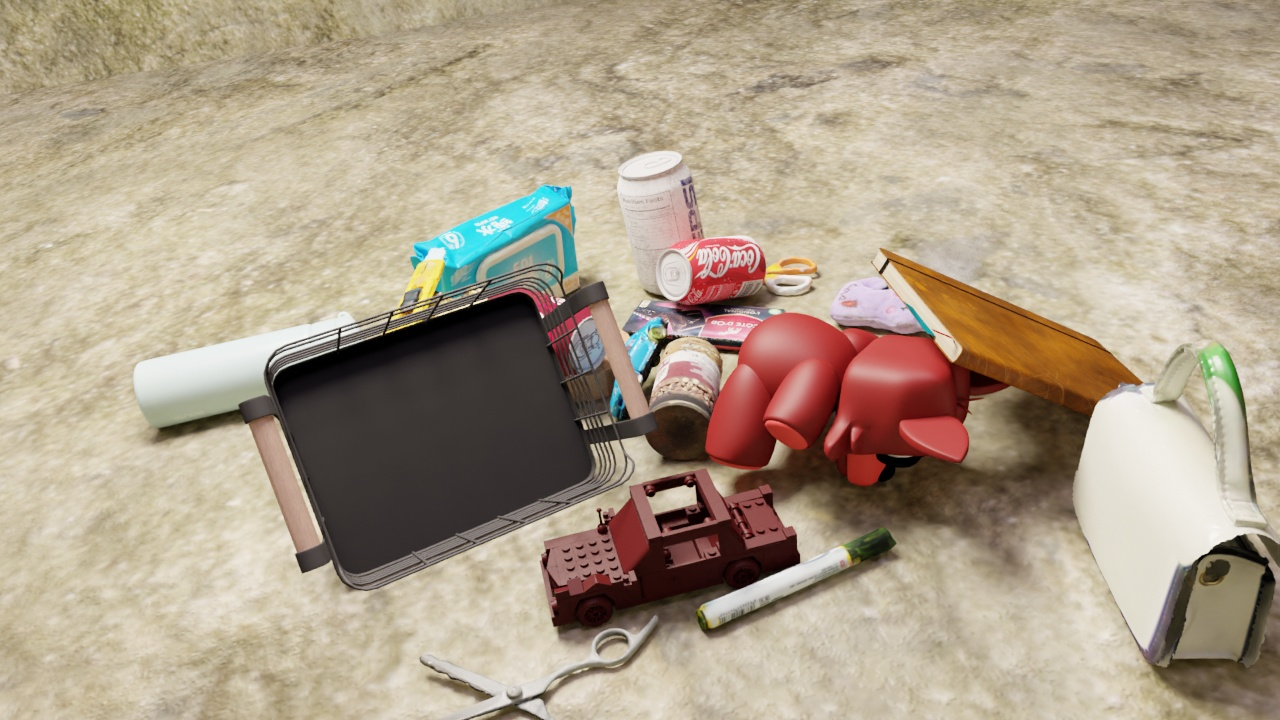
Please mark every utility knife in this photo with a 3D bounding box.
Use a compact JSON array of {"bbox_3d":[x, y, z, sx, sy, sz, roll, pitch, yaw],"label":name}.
[{"bbox_3d":[-0.188,-0.057,0.772,0.030,0.017,0.175,-7,29,5],"label":"utility knife"}]

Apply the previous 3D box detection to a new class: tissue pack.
[{"bbox_3d":[-0.140,-0.099,0.955,0.066,0.117,0.208,26,45,34],"label":"tissue pack"}]

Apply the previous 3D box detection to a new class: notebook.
[{"bbox_3d":[0.290,-0.014,0.700,0.249,0.014,0.178,19,26,-18],"label":"notebook"}]

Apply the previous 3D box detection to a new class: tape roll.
[{"bbox_3d":[-0.052,0.001,0.857,0.094,0.027,0.093,-6,32,3],"label":"tape roll"}]

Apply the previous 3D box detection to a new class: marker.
[{"bbox_3d":[0.104,0.143,0.605,0.146,0.017,0.017,-19,33,-18],"label":"marker"}]

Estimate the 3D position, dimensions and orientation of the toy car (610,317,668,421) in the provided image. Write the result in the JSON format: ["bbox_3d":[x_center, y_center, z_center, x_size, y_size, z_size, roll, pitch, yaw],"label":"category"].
[{"bbox_3d":[-0.005,0.005,0.802,0.032,0.048,0.105,23,55,6],"label":"toy car"}]

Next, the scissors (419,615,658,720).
[{"bbox_3d":[-0.061,0.196,0.559,0.171,0.014,0.142,-30,41,-33],"label":"scissors"}]

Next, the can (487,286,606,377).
[{"bbox_3d":[-0.088,-0.027,0.821,0.114,0.063,0.063,18,40,35],"label":"can"}]

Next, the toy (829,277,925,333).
[{"bbox_3d":[0.234,-0.054,0.878,0.100,0.036,0.080,7,36,25],"label":"toy"}]

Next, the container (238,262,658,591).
[{"bbox_3d":[-0.131,0.043,0.635,0.241,0.163,0.130,-21,0,-20],"label":"container"}]

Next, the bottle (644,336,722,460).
[{"bbox_3d":[0.038,0.030,0.765,0.056,0.056,0.105,-1,32,11],"label":"bottle"}]

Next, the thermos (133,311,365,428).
[{"bbox_3d":[-0.363,0.009,0.875,0.206,0.065,0.077,-13,55,-10],"label":"thermos"}]

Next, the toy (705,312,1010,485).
[{"bbox_3d":[0.160,0.030,0.677,0.197,0.121,0.158,8,24,35],"label":"toy"}]

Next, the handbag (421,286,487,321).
[{"bbox_3d":[-0.156,0.008,0.782,0.081,0.119,0.111,-6,32,5],"label":"handbag"}]

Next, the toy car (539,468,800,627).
[{"bbox_3d":[0.017,0.122,0.615,0.169,0.062,0.070,-12,32,-8],"label":"toy car"}]

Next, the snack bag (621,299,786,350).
[{"bbox_3d":[0.062,-0.034,0.901,0.155,0.018,0.074,5,31,17],"label":"snack bag"}]

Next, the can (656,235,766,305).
[{"bbox_3d":[0.072,-0.091,0.923,0.104,0.064,0.064,-11,28,-38],"label":"can"}]

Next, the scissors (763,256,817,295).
[{"bbox_3d":[0.122,-0.087,0.980,0.131,0.013,0.073,-3,35,15],"label":"scissors"}]

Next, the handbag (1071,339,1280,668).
[{"bbox_3d":[0.321,0.068,0.528,0.074,0.176,0.151,-2,31,6],"label":"handbag"}]

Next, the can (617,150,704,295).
[{"bbox_3d":[0.024,-0.143,0.963,0.078,0.136,0.078,-11,31,6],"label":"can"}]
